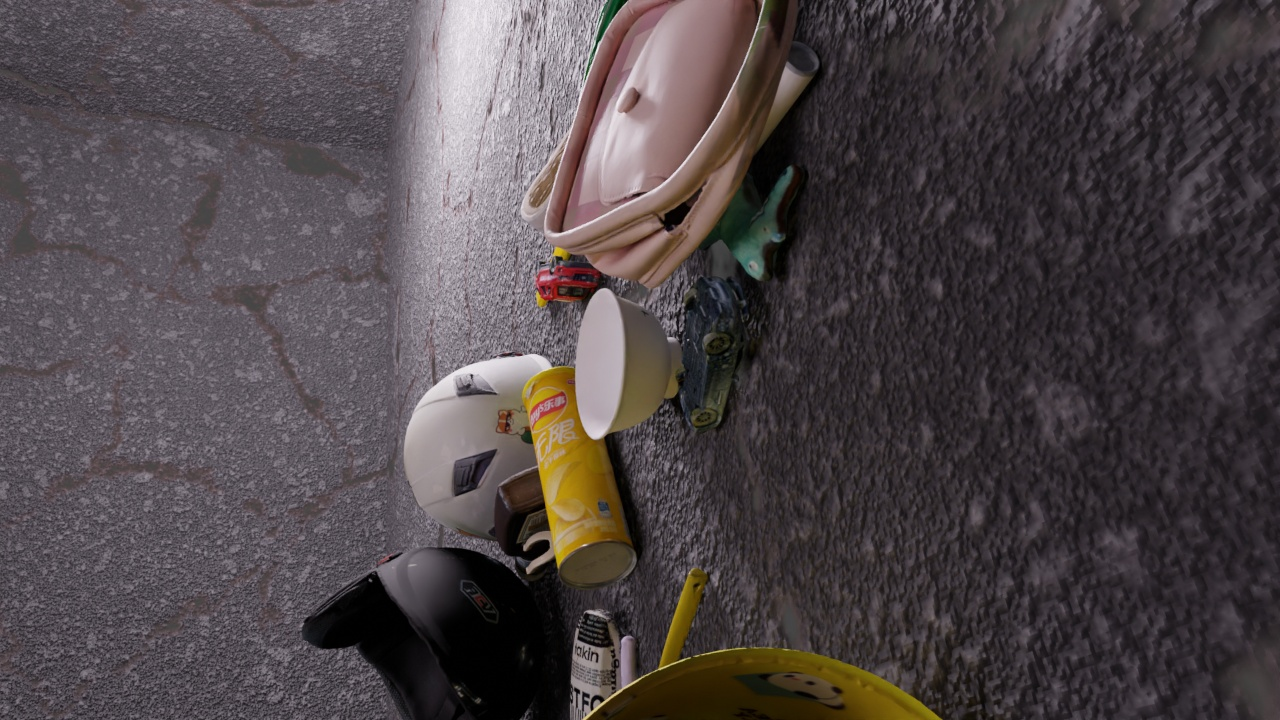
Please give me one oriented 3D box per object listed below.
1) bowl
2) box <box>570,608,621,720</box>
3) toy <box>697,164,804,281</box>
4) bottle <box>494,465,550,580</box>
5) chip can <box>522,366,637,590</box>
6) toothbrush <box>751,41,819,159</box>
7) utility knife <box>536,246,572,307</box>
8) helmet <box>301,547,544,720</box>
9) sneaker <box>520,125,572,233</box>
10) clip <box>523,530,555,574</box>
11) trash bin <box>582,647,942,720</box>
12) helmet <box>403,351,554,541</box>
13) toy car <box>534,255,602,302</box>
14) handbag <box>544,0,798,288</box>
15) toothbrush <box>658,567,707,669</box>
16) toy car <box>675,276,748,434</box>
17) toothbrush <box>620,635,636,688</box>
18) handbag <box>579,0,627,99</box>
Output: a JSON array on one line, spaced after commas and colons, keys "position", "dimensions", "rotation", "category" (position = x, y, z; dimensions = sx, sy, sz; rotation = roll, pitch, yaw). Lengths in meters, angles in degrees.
[{"position": [-0.004, 0.004, 0.728], "dimensions": [0.118, 0.064, 0.118], "rotation": [-177, 90, -70], "category": "bowl"}, {"position": [-0.040, 0.301, 0.800], "dimensions": [0.069, 0.052, 0.164], "rotation": [-13, 74, 49], "category": "box"}, {"position": [0.072, -0.093, 0.598], "dimensions": [0.097, 0.030, 0.092], "rotation": [-64, 34, 31], "category": "toy"}, {"position": [-0.114, 0.179, 0.971], "dimensions": [0.044, 0.079, 0.195], "rotation": [57, 156, 29], "category": "bottle"}, {"position": [-0.059, 0.103, 0.850], "dimensions": [0.213, 0.072, 0.072], "rotation": [-109, 30, -43], "category": "chip can"}, {"position": [0.058, -0.135, 0.641], "dimensions": [0.026, 0.026, 0.222], "rotation": [59, 149, 12], "category": "toothbrush"}, {"position": [-0.097, -0.106, 1.057], "dimensions": [0.157, 0.015, 0.033], "rotation": [127, 147, -57], "category": "utility knife"}, {"position": [-0.216, 0.316, 1.009], "dimensions": [0.233, 0.229, 0.276], "rotation": [50, 141, 13], "category": "helmet"}, {"position": [-0.041, -0.162, 0.825], "dimensions": [0.118, 0.088, 0.240], "rotation": [-51, 14, 22], "category": "sneaker"}, {"position": [-0.084, 0.183, 0.911], "dimensions": [0.102, 0.095, 0.035], "rotation": [104, 159, -55], "category": "clip"}, {"position": [0.023, 0.272, 0.422], "dimensions": [0.256, 0.229, 0.229], "rotation": [119, 148, -59], "category": "trash bin"}, {"position": [-0.197, 0.104, 1.088], "dimensions": [0.275, 0.156, 0.229], "rotation": [141, 129, -63], "category": "helmet"}, {"position": [-0.077, -0.083, 0.952], "dimensions": [0.121, 0.053, 0.045], "rotation": [178, 93, -72], "category": "toy car"}, {"position": [0.031, -0.157, 0.569], "dimensions": [0.234, 0.093, 0.193], "rotation": [-8, 64, 68], "category": "handbag"}, {"position": [0.019, 0.232, 0.701], "dimensions": [0.016, 0.015, 0.190], "rotation": [-109, 29, -58], "category": "toothbrush"}, {"position": [0.049, -0.002, 0.635], "dimensions": [0.054, 0.036, 0.121], "rotation": [-110, 21, -44], "category": "toy car"}, {"position": [-0.012, 0.327, 0.761], "dimensions": [0.029, 0.021, 0.189], "rotation": [131, 141, -75], "category": "toothbrush"}, {"position": [-0.005, -0.252, 0.747], "dimensions": [0.131, 0.068, 0.120], "rotation": [-112, 35, -75], "category": "handbag"}]
